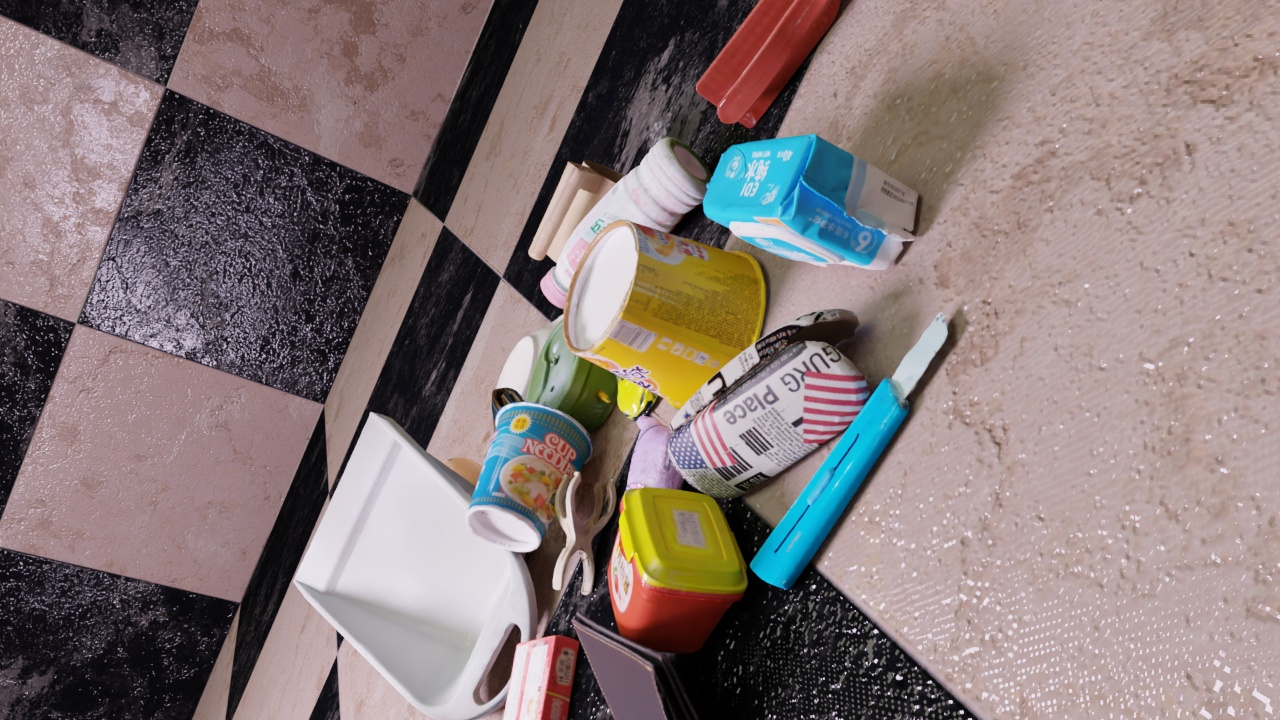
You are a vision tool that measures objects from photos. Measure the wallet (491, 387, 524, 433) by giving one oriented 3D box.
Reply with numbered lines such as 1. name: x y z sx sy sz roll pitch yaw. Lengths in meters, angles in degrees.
1. wallet: -0.139 0.094 0.975 0.090 0.033 0.115 -137 46 -68

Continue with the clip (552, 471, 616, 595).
1. clip: -0.063 0.141 0.783 0.035 0.082 0.104 -20 42 59

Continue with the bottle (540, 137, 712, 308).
1. bottle: -0.020 -0.124 0.875 0.197 0.068 0.068 -40 35 28

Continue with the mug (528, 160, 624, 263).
1. mug: -0.055 -0.145 0.949 0.084 0.124 0.104 37 109 27

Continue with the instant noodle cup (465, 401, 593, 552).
1. instant noodle cup: -0.105 0.110 0.832 0.099 0.099 0.109 -39 24 47

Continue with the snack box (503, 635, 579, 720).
1. snack box: -0.089 0.306 0.749 0.075 0.025 0.152 -33 42 51

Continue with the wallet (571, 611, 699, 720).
1. wallet: 0.000 0.214 0.581 0.122 0.020 0.096 -4 110 63

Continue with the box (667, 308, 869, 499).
1. box: 0.081 0.037 0.592 0.163 0.076 0.087 -39 58 43

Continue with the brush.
1. brush: 0.112 -0.265 0.765 0.146 0.063 0.069 -49 18 33

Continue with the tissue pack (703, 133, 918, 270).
1. tissue pack: 0.107 -0.101 0.602 0.063 0.090 0.140 -68 24 1

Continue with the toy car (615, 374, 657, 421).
1. toy car: -0.005 0.005 0.820 0.048 0.032 0.105 -45 34 41

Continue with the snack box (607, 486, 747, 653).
1. snack box: 0.020 0.140 0.605 0.091 0.082 0.080 -108 32 -57

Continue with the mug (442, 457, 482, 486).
1. mug: -0.191 0.165 1.030 0.123 0.078 0.078 28 95 61

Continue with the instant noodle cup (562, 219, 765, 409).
1. instant noodle cup: 0.012 -0.040 0.714 0.138 0.109 0.137 -39 41 44

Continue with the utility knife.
1. utility knife: 0.122 0.055 0.529 0.191 0.018 0.034 -59 25 16

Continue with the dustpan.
1. dustpan: -0.214 0.216 0.888 0.223 0.258 0.142 -62 1 13

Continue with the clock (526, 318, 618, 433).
1. clock: -0.070 0.023 0.912 0.162 0.056 0.116 -34 40 52

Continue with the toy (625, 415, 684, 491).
1. toy: 0.014 0.094 0.697 0.084 0.039 0.108 -6 63 54

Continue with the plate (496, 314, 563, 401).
1. plate: -0.135 0.028 1.071 0.165 0.034 0.163 -39 37 49
